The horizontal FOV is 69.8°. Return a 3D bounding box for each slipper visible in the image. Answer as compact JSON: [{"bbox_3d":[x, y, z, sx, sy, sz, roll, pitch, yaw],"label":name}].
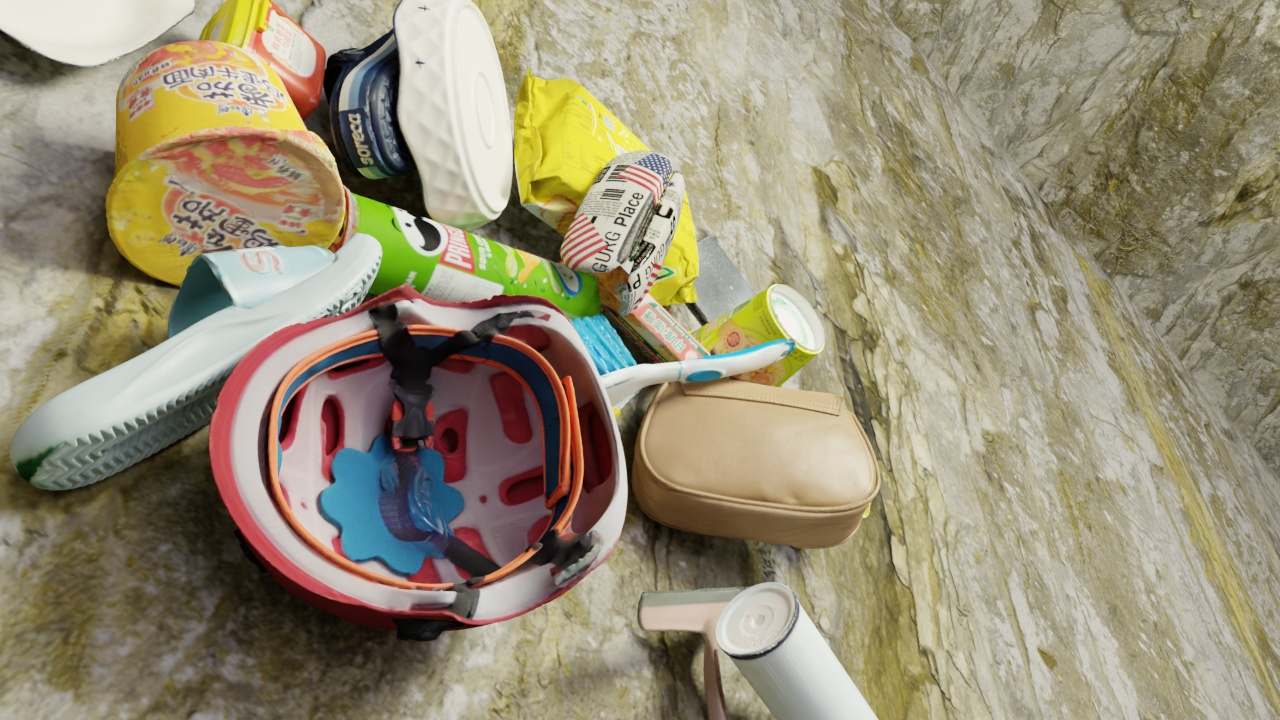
[{"bbox_3d":[-0.254,-0.014,0.540,0.074,0.104,0.244,48,42,-2],"label":"slipper"},{"bbox_3d":[-0.216,-0.211,0.763,0.252,0.095,0.105,-92,177,-60],"label":"slipper"}]

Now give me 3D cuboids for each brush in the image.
[{"bbox_3d":[-0.004,0.004,0.753,0.313,0.061,0.109,-25,63,-38],"label":"brush"}]

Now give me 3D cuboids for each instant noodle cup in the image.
[{"bbox_3d":[0.112,-0.012,0.914,0.111,0.124,0.111,28,42,-29],"label":"instant noodle cup"},{"bbox_3d":[-0.273,-0.130,0.596,0.137,0.138,0.109,8,46,-44],"label":"instant noodle cup"}]

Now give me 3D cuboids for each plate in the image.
[{"bbox_3d":[-0.418,-0.269,0.636,0.164,0.034,0.163,39,37,-17],"label":"plate"},{"bbox_3d":[-0.148,-0.206,0.759,0.204,0.045,0.205,-2,89,-84],"label":"plate"}]

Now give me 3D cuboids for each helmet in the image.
[{"bbox_3d":[-0.136,0.072,0.559,0.239,0.144,0.206,-2,62,-31],"label":"helmet"}]

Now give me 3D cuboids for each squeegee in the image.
[{"bbox_3d":[0.077,0.295,0.680,0.247,0.040,0.249,23,47,-59],"label":"squeegee"}]

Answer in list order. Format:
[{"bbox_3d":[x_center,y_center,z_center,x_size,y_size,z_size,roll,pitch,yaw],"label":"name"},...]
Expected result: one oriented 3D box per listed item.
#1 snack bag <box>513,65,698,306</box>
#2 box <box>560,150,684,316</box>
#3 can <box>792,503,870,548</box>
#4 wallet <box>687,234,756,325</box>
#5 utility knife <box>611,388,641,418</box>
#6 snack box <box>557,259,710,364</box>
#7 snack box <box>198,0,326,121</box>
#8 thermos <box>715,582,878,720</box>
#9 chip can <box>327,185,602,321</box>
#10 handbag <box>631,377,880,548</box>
[{"bbox_3d":[-0.028,-0.171,0.911,0.246,0.068,0.157,33,39,-43],"label":"snack bag"},{"bbox_3d":[-0.013,-0.118,0.802,0.086,0.076,0.161,23,53,3],"label":"box"},{"bbox_3d":[0.177,0.126,0.898,0.057,0.083,0.101,43,37,-11],"label":"can"},{"bbox_3d":[0.080,-0.088,1.036,0.097,0.019,0.120,52,38,1],"label":"wallet"},{"bbox_3d":[-0.048,0.061,0.766,0.033,0.015,0.201,50,36,-1],"label":"utility knife"},{"bbox_3d":[-0.009,-0.047,0.854,0.156,0.077,0.027,44,76,-10],"label":"snack box"},{"bbox_3d":[-0.289,-0.225,0.702,0.080,0.082,0.091,31,40,-41],"label":"snack box"},{"bbox_3d":[0.139,0.270,0.709,0.224,0.073,0.073,56,32,-24],"label":"thermos"},{"bbox_3d":[-0.139,-0.066,0.732,0.235,0.072,0.072,16,49,-40],"label":"chip can"},{"bbox_3d":[0.096,0.087,0.796,0.204,0.100,0.147,10,49,-2],"label":"handbag"}]
